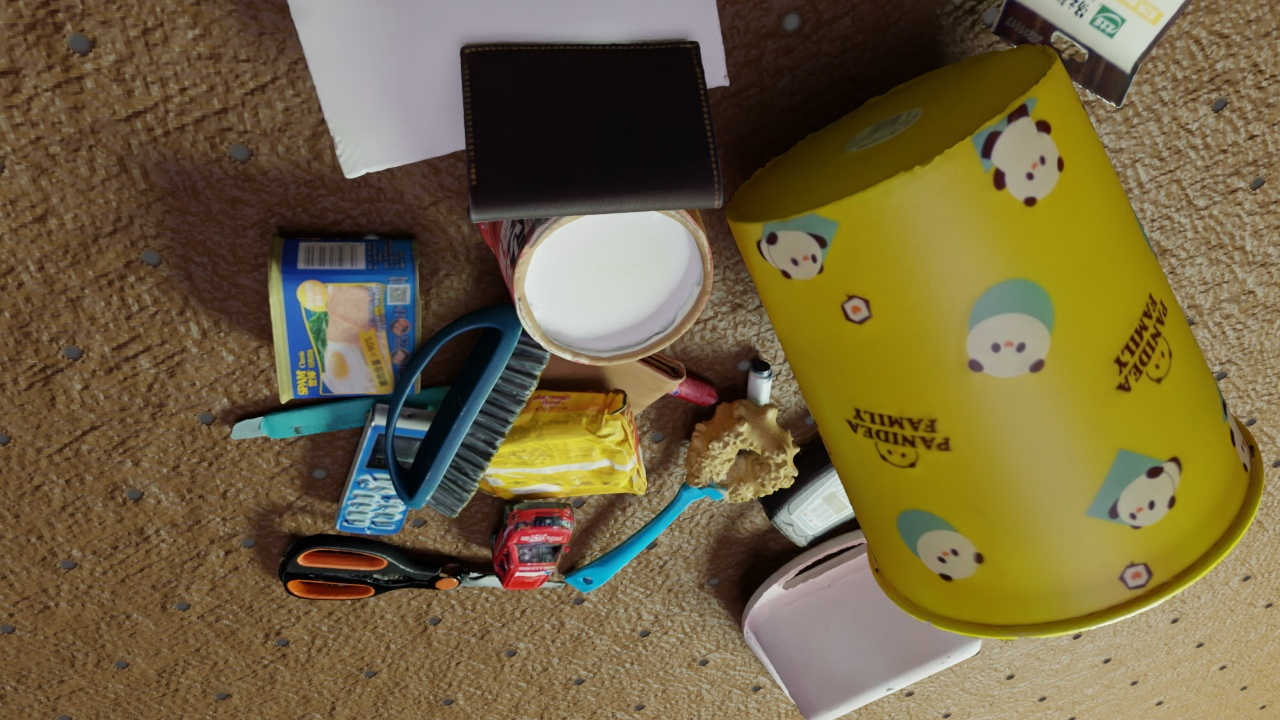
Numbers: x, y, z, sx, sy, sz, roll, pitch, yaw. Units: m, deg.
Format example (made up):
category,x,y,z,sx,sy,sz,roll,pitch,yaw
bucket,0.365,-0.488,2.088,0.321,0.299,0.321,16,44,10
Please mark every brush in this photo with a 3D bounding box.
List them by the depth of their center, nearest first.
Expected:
category,x,y,z,sx,sy,sz,roll,pitch,yaw
brush,-0.111,0.027,0.554,0.073,0.055,0.144,26,104,-24
brush,0.024,0.119,0.723,0.083,0.045,0.255,36,120,-19

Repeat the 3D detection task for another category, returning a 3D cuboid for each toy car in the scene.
category,x,y,z,sx,sy,sz,roll,pitch,yaw
toy car,-0.083,0.142,0.699,0.053,0.045,0.121,0,149,-16

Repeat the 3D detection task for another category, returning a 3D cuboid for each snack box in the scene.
category,x,y,z,sx,sy,sz,roll,pitch,yaw
snack box,0.260,-0.225,0.508,0.113,0.053,0.126,17,122,-26

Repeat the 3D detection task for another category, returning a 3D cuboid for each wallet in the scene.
category,x,y,z,sx,sy,sz,roll,pitch,yaw
wallet,-0.025,-0.115,0.448,0.122,0.096,0.020,-4,161,-8
wallet,-0.044,0.012,0.625,0.115,0.020,0.101,26,136,-27

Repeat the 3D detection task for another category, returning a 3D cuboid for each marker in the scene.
category,x,y,z,sx,sy,sz,roll,pitch,yaw
marker,0.088,0.055,0.708,0.018,0.022,0.131,-3,130,-4

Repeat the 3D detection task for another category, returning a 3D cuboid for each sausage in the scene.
category,x,y,z,sx,sy,sz,roll,pitch,yaw
sausage,-0.004,0.004,0.646,0.155,0.020,0.020,23,119,-28

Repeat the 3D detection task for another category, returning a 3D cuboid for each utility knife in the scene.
category,x,y,z,sx,sy,sz,roll,pitch,yaw
utility knife,-0.192,0.038,0.628,0.171,0.013,0.029,-8,133,-8

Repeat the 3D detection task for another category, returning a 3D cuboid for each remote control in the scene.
category,x,y,z,sx,sy,sz,roll,pitch,yaw
remote control,-0.180,0.079,0.649,0.049,0.024,0.125,10,132,-26

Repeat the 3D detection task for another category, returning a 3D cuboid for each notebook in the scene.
category,x,y,z,sx,sy,sz,roll,pitch,yaw
notebook,-0.068,-0.188,0.456,0.209,0.012,0.150,-14,113,-4

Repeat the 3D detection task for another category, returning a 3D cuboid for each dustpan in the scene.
category,x,y,z,sx,sy,sz,roll,pitch,yaw
dustpan,0.211,0.235,0.870,0.222,0.138,0.273,-28,164,5

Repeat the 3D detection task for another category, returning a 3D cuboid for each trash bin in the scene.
category,x,y,z,sx,sy,sz,roll,pitch,yaw
trash bin,0.186,-0.017,0.523,0.230,0.229,0.255,-29,109,9

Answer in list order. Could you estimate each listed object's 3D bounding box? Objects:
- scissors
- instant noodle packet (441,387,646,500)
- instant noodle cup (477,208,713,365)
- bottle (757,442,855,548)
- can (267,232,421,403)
category,x,y,z,sx,sy,sz,roll,pitch,yaw
scissors,-0.174,0.179,0.746,0.234,0.021,0.125,27,127,-35
instant noodle packet,-0.063,0.058,0.635,0.128,0.044,0.111,-3,141,10
instant noodle cup,-0.025,-0.072,0.522,0.138,0.108,0.138,-7,129,-9
bottle,0.190,0.077,0.738,0.195,0.044,0.080,-36,131,14
can,-0.176,-0.025,0.555,0.083,0.057,0.102,-1,128,-16
